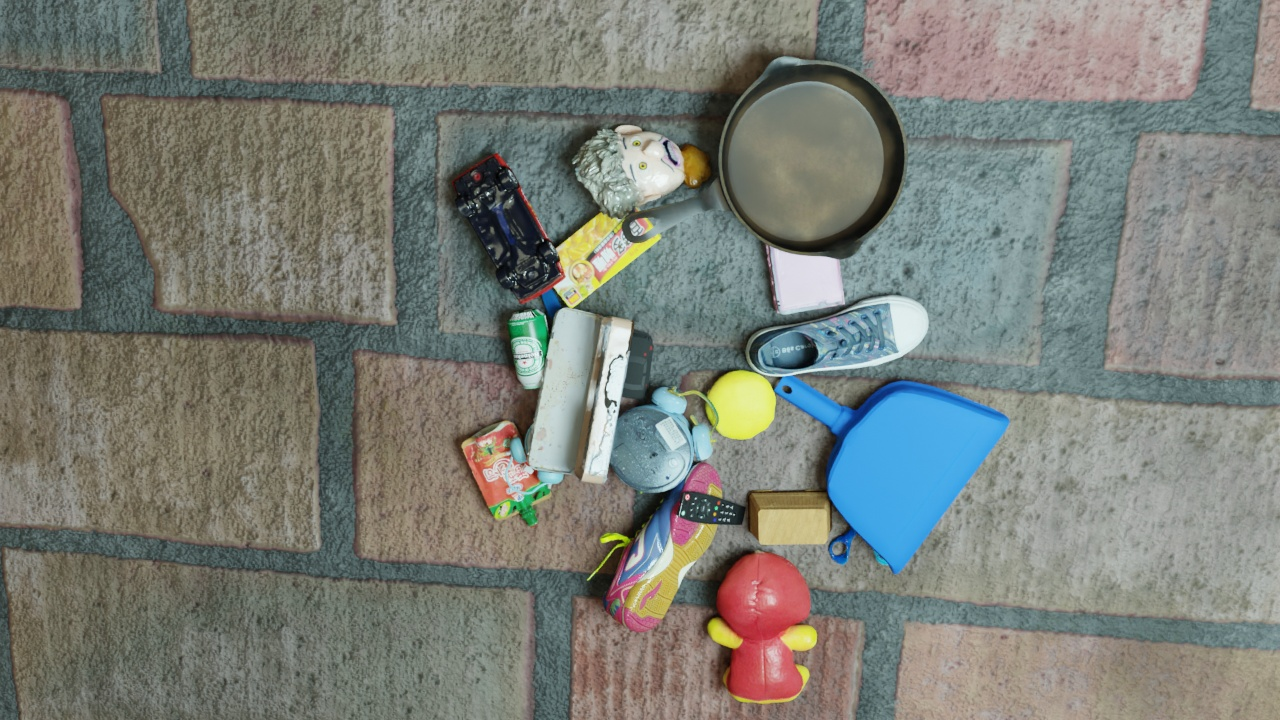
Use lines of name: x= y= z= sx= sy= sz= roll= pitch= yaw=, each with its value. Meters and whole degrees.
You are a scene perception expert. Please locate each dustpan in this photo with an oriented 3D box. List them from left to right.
dustpan: x=0.287 y=0.102 z=1.181 sx=0.257 sy=0.059 sz=0.246 roll=33 pitch=106 yaw=7

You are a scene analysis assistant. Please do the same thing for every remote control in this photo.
remote control: x=0.095 y=0.199 z=1.220 sx=0.124 sy=0.010 sz=0.039 roll=18 pitch=84 yaw=-41

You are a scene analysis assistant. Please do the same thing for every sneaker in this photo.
sneaker: x=0.021 y=0.240 z=1.238 sx=0.116 sy=0.091 sz=0.241 roll=36 pitch=79 yaw=-34
sneaker: x=0.252 y=-0.022 z=1.167 sx=0.236 sy=0.079 sz=0.087 roll=-13 pitch=99 yaw=8

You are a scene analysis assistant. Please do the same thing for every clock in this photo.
clock: x=-0.132 y=0.126 z=1.237 sx=0.087 sy=0.042 sz=0.123 roll=40 pitch=82 yaw=-9
clock: x=0.030 y=0.103 z=1.212 sx=0.162 sy=0.060 sz=0.118 roll=-34 pitch=92 yaw=19

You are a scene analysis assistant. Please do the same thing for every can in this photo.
can: x=-0.144 y=-0.016 z=1.220 sx=0.053 sy=0.053 sz=0.101 roll=-9 pitch=99 yaw=7

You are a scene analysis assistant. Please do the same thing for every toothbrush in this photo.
toothbrush: x=-0.103 y=-0.043 z=1.230 sx=0.021 sy=0.016 sz=0.132 roll=-24 pitch=98 yaw=7

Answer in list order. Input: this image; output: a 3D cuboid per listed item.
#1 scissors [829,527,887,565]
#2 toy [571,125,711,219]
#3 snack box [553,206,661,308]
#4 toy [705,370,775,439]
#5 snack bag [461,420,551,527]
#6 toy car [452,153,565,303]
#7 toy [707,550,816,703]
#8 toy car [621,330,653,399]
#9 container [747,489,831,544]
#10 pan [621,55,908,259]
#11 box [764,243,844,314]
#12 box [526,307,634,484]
scissors: x=0.285 y=0.222 z=1.234 sx=0.104 sy=0.015 sz=0.133 roll=-18 pitch=99 yaw=25
toy: x=0.005 y=-0.241 z=1.144 sx=0.176 sy=0.076 sz=0.132 roll=-8 pitch=72 yaw=-10
snack box: x=-0.054 y=-0.143 z=1.201 sx=0.152 sy=0.025 sz=0.075 roll=-37 pitch=95 yaw=11
toy: x=0.133 y=0.059 z=1.214 sx=0.094 sy=0.041 sz=0.095 roll=27 pitch=103 yaw=-2
snack bag: x=-0.181 y=0.163 z=1.271 sx=0.087 sy=0.044 sz=0.155 roll=-25 pitch=103 yaw=-2
toy car: x=-0.170 y=-0.170 z=1.186 sx=0.082 sy=0.056 sz=0.189 roll=-30 pitch=85 yaw=12
toy: x=0.167 y=0.362 z=1.244 sx=0.147 sy=0.098 sz=0.216 roll=-5 pitch=105 yaw=-1
toy car: x=-0.007 y=0.007 z=1.220 sx=0.042 sy=0.036 sz=0.092 roll=8 pitch=101 yaw=4
container: x=0.201 y=0.212 z=1.226 sx=0.114 sy=0.061 sz=0.063 roll=-2 pitch=101 yaw=6
pan: x=0.145 y=-0.218 z=1.112 sx=0.356 sy=0.043 sz=0.249 roll=-21 pitch=98 yaw=0
box: x=0.200 y=-0.177 z=1.160 sx=0.098 sy=0.046 sz=0.233 roll=-7 pitch=100 yaw=8
box: x=-0.066 y=0.046 z=1.182 sx=0.094 sy=0.108 sz=0.216 roll=11 pitch=89 yaw=-38
